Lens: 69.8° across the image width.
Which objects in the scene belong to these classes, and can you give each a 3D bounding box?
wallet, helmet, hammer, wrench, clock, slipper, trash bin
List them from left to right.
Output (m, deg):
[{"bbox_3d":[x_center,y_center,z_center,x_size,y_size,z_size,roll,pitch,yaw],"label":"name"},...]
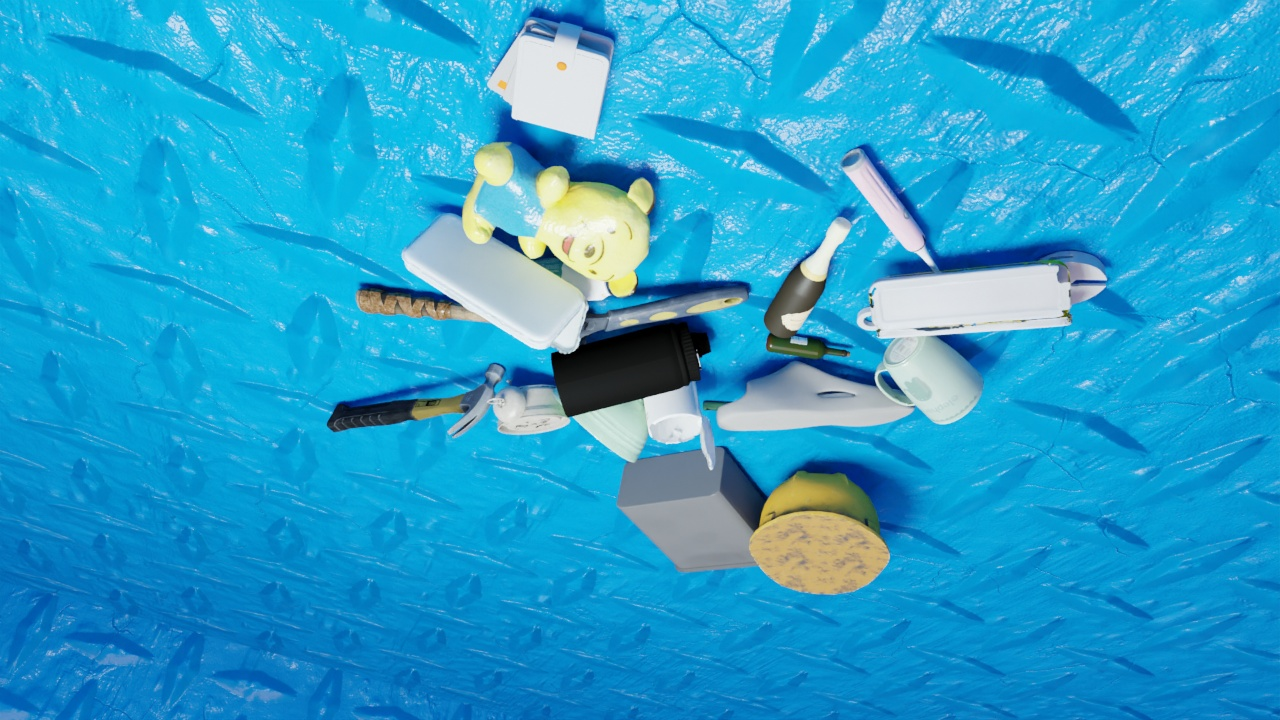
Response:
[{"bbox_3d":[-0.352,0.076,1.378,0.334,0.117,0.025,-9,135,33],"label":"hammer"},{"bbox_3d":[-0.219,-0.061,1.205,0.319,0.048,0.122,7,146,8],"label":"hammer"},{"bbox_3d":[-0.167,0.063,1.312,0.104,0.061,0.156,-16,162,24],"label":"clock"},{"bbox_3d":[-0.091,-0.276,0.890,0.115,0.037,0.119,14,147,-4],"label":"wallet"},{"bbox_3d":[-0.003,-0.055,1.120,0.273,0.022,0.073,-11,148,5],"label":"wrench"},{"bbox_3d":[0.097,0.246,1.487,0.192,0.097,0.220,-12,136,28],"label":"trash bin"},{"bbox_3d":[0.228,0.043,1.212,0.266,0.080,0.113,-2,165,-6],"label":"slipper"},{"bbox_3d":[0.275,0.245,1.407,0.205,0.131,0.256,3,144,12],"label":"helmet"},{"bbox_3d":[0.383,-0.073,1.054,0.274,0.018,0.087,-8,140,25],"label":"wrench"}]

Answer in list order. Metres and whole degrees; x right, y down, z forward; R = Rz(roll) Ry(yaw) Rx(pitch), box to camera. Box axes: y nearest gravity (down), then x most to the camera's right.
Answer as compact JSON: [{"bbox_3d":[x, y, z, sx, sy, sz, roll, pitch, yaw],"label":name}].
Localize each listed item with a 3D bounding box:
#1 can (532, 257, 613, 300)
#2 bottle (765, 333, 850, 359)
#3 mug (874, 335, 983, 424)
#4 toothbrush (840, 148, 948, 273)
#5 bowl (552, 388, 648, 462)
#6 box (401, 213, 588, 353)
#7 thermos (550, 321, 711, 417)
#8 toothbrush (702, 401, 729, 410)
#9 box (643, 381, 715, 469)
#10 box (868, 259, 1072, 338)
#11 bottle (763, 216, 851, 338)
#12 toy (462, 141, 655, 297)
[{"bbox_3d":[-0.084,-0.098,1.107,0.102,0.054,0.055,-2,142,17],"label":"can"},{"bbox_3d":[0.213,-0.016,1.165,0.106,0.025,0.025,9,144,3],"label":"bottle"},{"bbox_3d":[0.345,0.020,1.134,0.104,0.083,0.112,39,142,-18],"label":"mug"},{"bbox_3d":[0.281,-0.144,0.978,0.027,0.027,0.222,-6,143,46],"label":"toothbrush"},{"bbox_3d":[-0.042,0.065,1.269,0.077,0.151,0.151,-49,123,2],"label":"bowl"},{"bbox_3d":[-0.167,-0.071,1.085,0.215,0.106,0.127,33,154,11],"label":"box"},{"bbox_3d":[-0.007,0.007,1.170,0.198,0.086,0.086,-14,141,1],"label":"thermos"},{"bbox_3d":[0.182,0.071,1.297,0.190,0.017,0.016,2,143,11],"label":"toothbrush"},{"bbox_3d":[0.051,0.074,1.215,0.092,0.165,0.083,-8,145,3],"label":"box"},{"bbox_3d":[0.366,-0.056,1.022,0.210,0.057,0.117,-5,147,22],"label":"box"},{"bbox_3d":[0.193,-0.096,1.047,0.045,0.045,0.185,15,143,-6],"label":"bottle"},{"bbox_3d":[-0.084,-0.161,1.002,0.214,0.083,0.149,18,144,-12],"label":"toy"}]
